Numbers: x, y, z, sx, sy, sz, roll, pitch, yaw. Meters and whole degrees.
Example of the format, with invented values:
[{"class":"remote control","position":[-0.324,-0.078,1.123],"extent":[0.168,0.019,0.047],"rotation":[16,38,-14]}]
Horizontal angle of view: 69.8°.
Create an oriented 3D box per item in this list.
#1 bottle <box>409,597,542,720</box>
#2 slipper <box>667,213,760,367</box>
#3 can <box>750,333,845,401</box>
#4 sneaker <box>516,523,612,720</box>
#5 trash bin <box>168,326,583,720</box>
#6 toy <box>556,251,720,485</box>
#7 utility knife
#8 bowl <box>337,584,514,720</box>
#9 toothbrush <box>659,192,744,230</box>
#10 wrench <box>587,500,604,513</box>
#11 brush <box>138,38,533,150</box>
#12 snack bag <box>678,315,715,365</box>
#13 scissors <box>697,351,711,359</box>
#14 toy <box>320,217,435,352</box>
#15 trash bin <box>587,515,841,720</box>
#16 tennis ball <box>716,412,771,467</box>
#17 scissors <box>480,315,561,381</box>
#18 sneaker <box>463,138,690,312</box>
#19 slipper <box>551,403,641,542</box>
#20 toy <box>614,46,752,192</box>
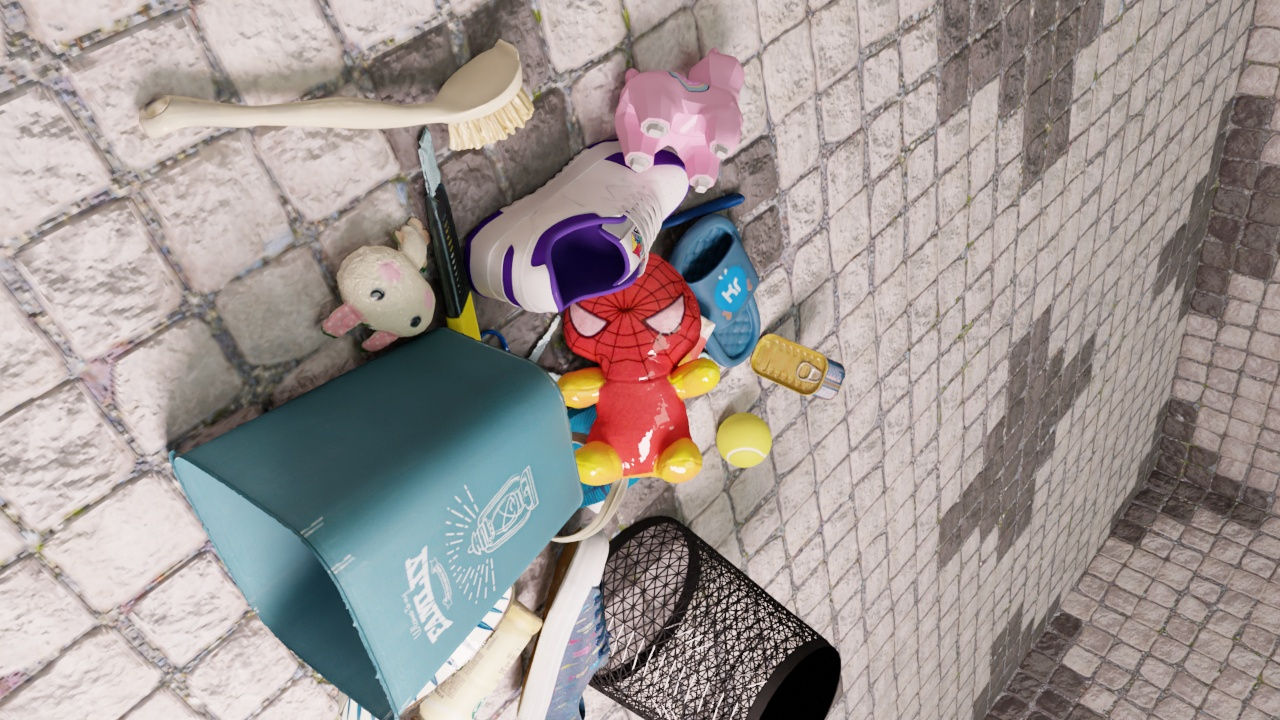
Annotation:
[{"class":"bottle","position":[-0.164,0.304,0.891],"extent":[0.162,0.056,0.056],"rotation":[-53,140,-13]},{"class":"slipper","position":[0.092,-0.070,0.976],"extent":[0.103,0.059,0.214],"rotation":[-52,141,-18]},{"class":"can","position":[0.189,0.009,1.092],"extent":[0.059,0.100,0.054],"rotation":[18,97,-52]},{"class":"sneaker","position":[-0.063,0.276,0.949],"extent":[0.079,0.087,0.236],"rotation":[16,108,-5]},{"class":"trash bin","position":[-0.175,0.101,0.677],"extent":[0.218,0.199,0.197],"rotation":[-40,136,-37]},{"class":"toy","position":[-0.005,0.005,0.840],"extent":[0.099,0.147,0.216],"rotation":[118,-29,-81]},{"class":"utility knife","position":[-0.151,-0.081,0.724],"extent":[0.028,0.020,0.203],"rotation":[-59,148,-58]},{"class":"bowl","position":[-0.198,0.228,0.784],"extent":[0.177,0.071,0.178],"rotation":[-39,157,-20]},{"class":"toothbrush","position":[0.038,-0.137,0.913],"extent":[0.189,0.016,0.017],"rotation":[-26,135,-37]},{"class":"wrench","position":[-0.116,0.142,0.895],"extent":[0.272,0.009,0.047],"rotation":[-1,110,-48]},{"class":"brush","position":[-0.189,-0.171,0.619],"extent":[0.271,0.062,0.077],"rotation":[-19,118,-37]},{"class":"snack bag","position":[0.016,-0.006,0.917],"extent":[0.077,0.036,0.116],"rotation":[29,86,-13]},{"class":"scissors","position":[0.042,0.020,0.995],"extent":[0.131,0.011,0.126],"rotation":[-20,116,-49]},{"class":"toy","position":[-0.187,-0.054,0.685],"extent":[0.112,0.050,0.087],"rotation":[-52,141,-8]},{"class":"trash bin","position":[0.073,0.324,1.017],"extent":[0.216,0.243,0.217],"rotation":[-25,127,-38]},{"class":"tennis ball","position":[0.123,0.095,1.091],"extent":[0.065,0.065,0.065],"rotation":[-25,127,-38]},{"class":"scissors","position":[-0.110,0.009,0.828],"extent":[0.127,0.014,0.133],"rotation":[-56,139,-10]},{"class":"sneaker","position":[-0.025,-0.115,0.778],"extent":[0.243,0.111,0.092],"rotation":[-36,133,-30]},{"class":"slipper","position":[-0.072,0.114,0.879],"extent":[0.294,0.060,0.118],"rotation":[-24,115,-42]},{"class":"toy","position":[0.042,-0.223,0.808],"extent":[0.123,0.157,0.067],"rotation":[16,141,-14]}]
